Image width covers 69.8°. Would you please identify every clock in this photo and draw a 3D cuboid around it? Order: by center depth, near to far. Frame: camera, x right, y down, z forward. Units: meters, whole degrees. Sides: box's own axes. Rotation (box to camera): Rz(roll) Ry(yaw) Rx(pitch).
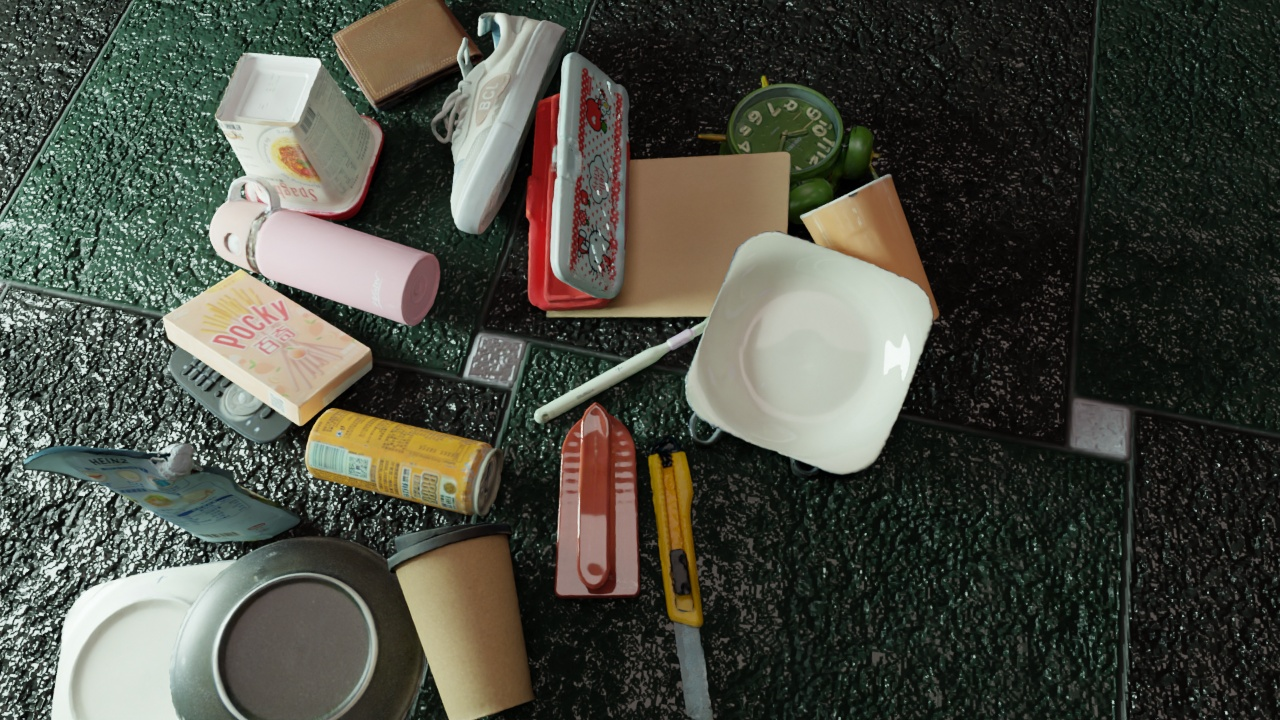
[{"bbox_3d":[0.142,-0.183,0.826,0.161,0.056,0.116,40,75,19],"label":"clock"}]

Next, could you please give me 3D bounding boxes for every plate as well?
[{"bbox_3d":[-0.248,0.213,0.669,0.179,0.024,0.179,4,65,-9],"label":"plate"},{"bbox_3d":[-0.363,0.234,0.684,0.164,0.034,0.163,-11,66,-1],"label":"plate"},{"bbox_3d":[0.131,-0.006,0.723,0.164,0.034,0.164,22,90,11],"label":"plate"}]

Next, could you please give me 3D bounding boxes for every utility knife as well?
[{"bbox_3d":[0.033,0.162,0.700,0.033,0.015,0.223,-9,66,3],"label":"utility knife"}]

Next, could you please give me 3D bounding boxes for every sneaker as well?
[{"bbox_3d":[-0.144,-0.230,0.845,0.090,0.090,0.241,18,63,-5],"label":"sneaker"}]

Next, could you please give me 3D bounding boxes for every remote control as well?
[{"bbox_3d":[-0.344,0.027,0.781,0.136,0.024,0.053,33,66,18],"label":"remote control"}]

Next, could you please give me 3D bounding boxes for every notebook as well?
[{"bbox_3d":[0.023,-0.107,0.793,0.208,0.008,0.147,1,77,15],"label":"notebook"}]

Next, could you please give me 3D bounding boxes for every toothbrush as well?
[{"bbox_3d":[-0.005,0.005,0.772,0.189,0.029,0.020,-28,25,-7],"label":"toothbrush"}]

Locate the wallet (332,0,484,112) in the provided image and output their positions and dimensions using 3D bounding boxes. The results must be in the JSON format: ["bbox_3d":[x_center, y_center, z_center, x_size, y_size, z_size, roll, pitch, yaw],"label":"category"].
[{"bbox_3d":[-0.235,-0.313,0.926,0.124,0.032,0.101,-31,70,-9],"label":"wallet"}]

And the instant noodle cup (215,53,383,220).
[{"bbox_3d":[-0.309,-0.204,0.828,0.116,0.124,0.116,7,66,7],"label":"instant noodle cup"}]

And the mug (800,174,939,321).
[{"bbox_3d":[0.191,-0.080,0.749,0.078,0.078,0.123,-26,95,-8],"label":"mug"}]

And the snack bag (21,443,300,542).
[{"bbox_3d":[-0.330,0.094,0.659,0.110,0.191,0.038,5,67,6],"label":"snack bag"}]

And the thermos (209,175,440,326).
[{"bbox_3d":[-0.277,-0.099,0.803,0.199,0.087,0.067,20,25,12],"label":"thermos"}]

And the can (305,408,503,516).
[{"bbox_3d":[-0.187,0.080,0.728,0.146,0.058,0.058,12,67,9],"label":"can"}]

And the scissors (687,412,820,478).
[{"bbox_3d":[0.114,0.019,0.760,0.181,0.014,0.159,-35,69,-12],"label":"scissors"}]

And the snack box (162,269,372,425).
[{"bbox_3d":[-0.317,-0.014,0.783,0.157,0.026,0.084,30,49,15],"label":"snack box"}]

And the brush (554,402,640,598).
[{"bbox_3d":[-0.032,0.106,0.700,0.063,0.069,0.145,-1,66,2],"label":"brush"}]

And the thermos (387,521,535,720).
[{"bbox_3d":[-0.126,0.184,0.666,0.093,0.093,0.143,-17,74,-4],"label":"thermos"}]

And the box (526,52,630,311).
[{"bbox_3d":[-0.058,-0.150,0.768,0.095,0.100,0.201,-2,75,14],"label":"box"}]
